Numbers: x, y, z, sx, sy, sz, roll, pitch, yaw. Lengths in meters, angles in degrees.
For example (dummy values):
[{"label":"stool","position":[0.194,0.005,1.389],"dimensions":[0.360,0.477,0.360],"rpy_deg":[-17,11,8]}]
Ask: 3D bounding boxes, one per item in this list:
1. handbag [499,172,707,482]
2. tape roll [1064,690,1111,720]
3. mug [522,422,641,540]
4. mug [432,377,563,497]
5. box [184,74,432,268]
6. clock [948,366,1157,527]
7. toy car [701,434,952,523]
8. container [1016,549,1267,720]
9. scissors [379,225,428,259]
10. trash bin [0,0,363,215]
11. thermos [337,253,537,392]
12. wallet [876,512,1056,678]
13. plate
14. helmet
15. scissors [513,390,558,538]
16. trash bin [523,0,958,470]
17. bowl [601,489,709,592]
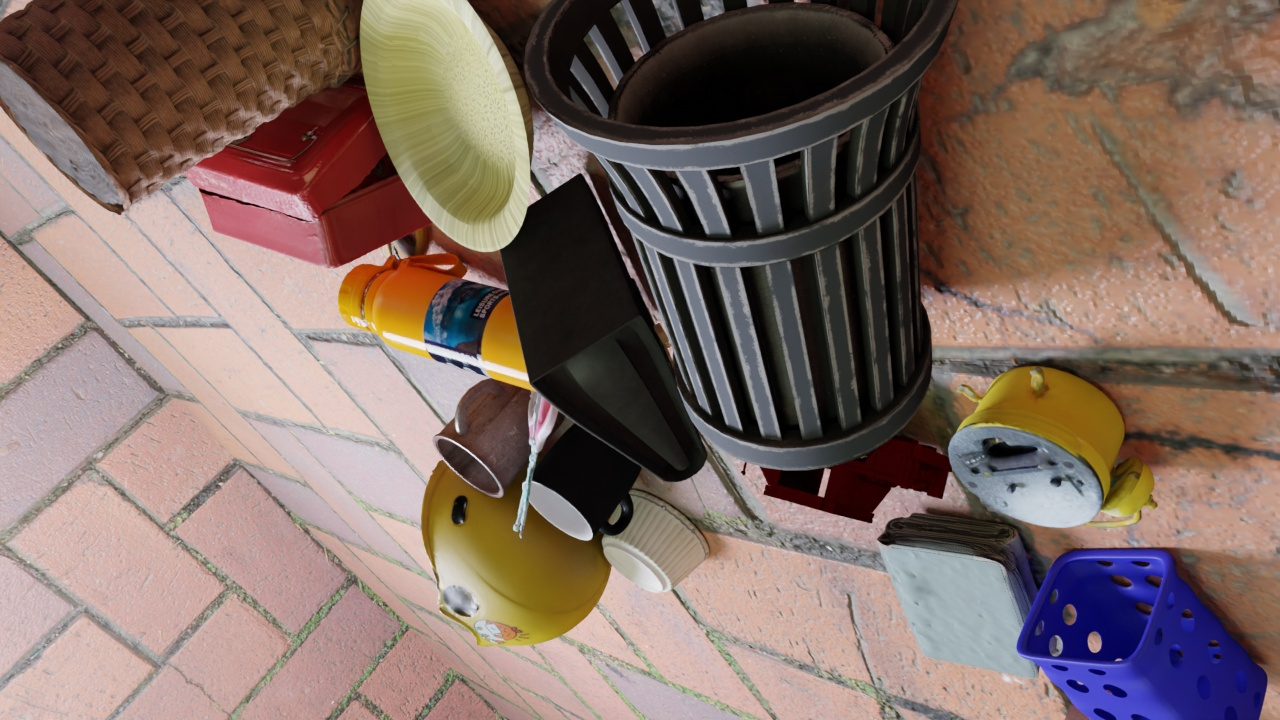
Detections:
[{"label":"handbag","position":[-0.004,0.003,0.620],"dimensions":[0.196,0.072,0.175],"rpy_deg":[52,-170,-38]},{"label":"tape roll","position":[0.341,0.291,0.680],"dimensions":[0.027,0.093,0.094],"rpy_deg":[6,138,47]},{"label":"mug","position":[-0.044,0.124,0.898],"dimensions":[0.085,0.094,0.122],"rpy_deg":[6,138,47]},{"label":"mug","position":[-0.145,0.060,0.916],"dimensions":[0.096,0.110,0.123],"rpy_deg":[20,146,24]},{"label":"box","position":[-0.260,-0.141,0.727],"dimensions":[0.157,0.136,0.127],"rpy_deg":[20,148,27]},{"label":"clock","position":[0.228,0.057,0.510],"dimensions":[0.119,0.057,0.083],"rpy_deg":[46,151,-12]},{"label":"toy car","position":[0.120,0.070,0.633],"dimensions":[0.170,0.062,0.070],"rpy_deg":[10,173,43]},{"label":"container","position":[0.313,0.187,0.570],"dimensions":[0.113,0.085,0.085],"rpy_deg":[45,153,-13]},{"label":"scissors","position":[-0.238,-0.101,0.886],"dimensions":[0.114,0.016,0.229],"rpy_deg":[32,151,15]},{"label":"trash bin","position":[-0.299,-0.205,0.602],"dimensions":[0.151,0.209,0.151],"rpy_deg":[30,151,19]},{"label":"thermos","position":[-0.151,-0.036,0.797],"dimensions":[0.233,0.091,0.076],"rpy_deg":[15,131,25]},{"label":"wallet","position":[0.239,0.169,0.671],"dimensions":[0.101,0.054,0.132],"rpy_deg":[-1,131,39]},{"label":"plate","position":[-0.116,-0.164,0.597],"dimensions":[0.184,0.036,0.185],"rpy_deg":[32,138,35]},{"label":"helmet","position":[-0.117,0.200,1.003],"dimensions":[0.140,0.208,0.240],"rpy_deg":[-2,130,32]},{"label":"scissors","position":[-0.098,0.076,0.844],"dimensions":[0.016,0.179,0.101],"rpy_deg":[9,-168,-20]},{"label":"trash bin","position":[0.063,-0.064,0.431],"dimensions":[0.164,0.164,0.228],"rpy_deg":[21,151,32]},{"label":"bowl","position":[0.009,0.199,0.979],"dimensions":[0.115,0.062,0.115],"rpy_deg":[29,151,18]}]
